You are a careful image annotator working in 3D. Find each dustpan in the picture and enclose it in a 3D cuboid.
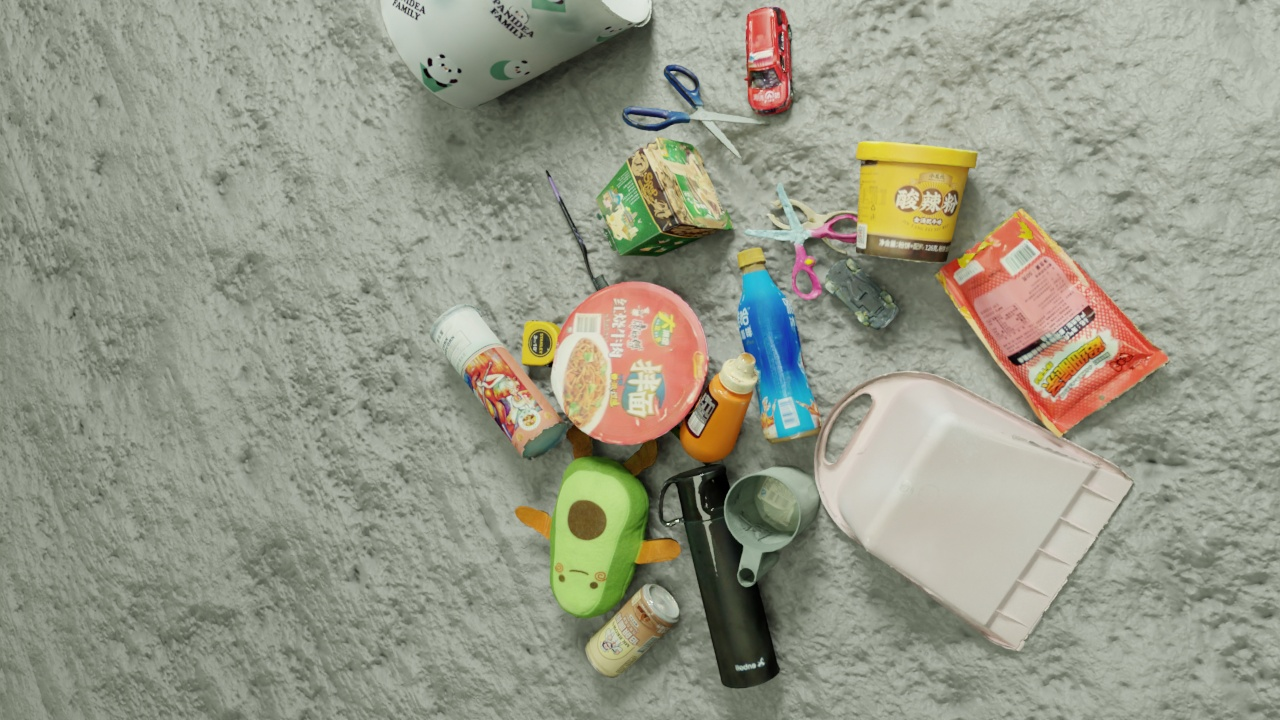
[{"bbox_3d":[0.332,0.136,0.980,0.273,0.138,0.223,29,102,-7],"label":"dustpan"}]

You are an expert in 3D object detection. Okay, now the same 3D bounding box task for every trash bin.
[{"bbox_3d":[-0.154,-0.439,1.083,0.253,0.229,0.229,-22,82,28],"label":"trash bin"}]

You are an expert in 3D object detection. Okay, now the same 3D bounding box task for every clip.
[{"bbox_3d":[0.192,-0.156,1.026,0.100,0.034,0.070,21,98,18],"label":"clip"}]

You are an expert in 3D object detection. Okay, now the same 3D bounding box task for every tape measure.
[{"bbox_3d":[-0.123,-0.021,1.171,0.057,0.028,0.060,3,91,25],"label":"tape measure"}]

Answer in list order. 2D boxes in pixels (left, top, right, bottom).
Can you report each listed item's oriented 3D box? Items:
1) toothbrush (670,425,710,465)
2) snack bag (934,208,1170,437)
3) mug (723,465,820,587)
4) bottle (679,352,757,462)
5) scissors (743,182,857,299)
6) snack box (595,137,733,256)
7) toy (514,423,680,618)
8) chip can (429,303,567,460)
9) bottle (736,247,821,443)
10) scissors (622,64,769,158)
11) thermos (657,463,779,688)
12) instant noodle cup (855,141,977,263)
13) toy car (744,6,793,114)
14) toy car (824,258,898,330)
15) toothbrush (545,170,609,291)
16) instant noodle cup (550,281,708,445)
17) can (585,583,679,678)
[{"bbox_3d":[0.016,0.063,1.117,0.017,0.012,0.186,-45,73,-5],"label":"toothbrush"},{"bbox_3d":[0.403,-0.040,0.919,0.129,0.073,0.208,-41,80,20],"label":"snack bag"},{"bbox_3d":[0.143,0.179,1.013,0.084,0.103,0.124,16,98,23],"label":"mug"},{"bbox_3d":[0.093,0.049,1.028,0.067,0.066,0.150,39,133,19],"label":"bottle"},{"bbox_3d":[0.183,-0.136,1.008,0.134,0.017,0.133,-21,90,18],"label":"scissors"},{"bbox_3d":[0.020,-0.180,1.070,0.106,0.117,0.118,-30,76,34],"label":"snack box"},{"bbox_3d":[-0.053,0.198,1.111,0.227,0.089,0.246,9,91,30],"label":"toy"},{"bbox_3d":[-0.180,0.026,1.164,0.071,0.071,0.214,-48,67,17],"label":"chip can"},{"bbox_3d":[0.147,-0.018,1.030,0.065,0.065,0.218,-16,84,23],"label":"bottle"},{"bbox_3d":[0.061,-0.287,1.058,0.176,0.012,0.162,-4,55,-10],"label":"scissors"},{"bbox_3d":[0.085,0.244,1.044,0.090,0.068,0.242,-15,90,8],"label":"thermos"},{"bbox_3d":[0.276,-0.163,0.946,0.119,0.118,0.114,11,103,24],"label":"instant noodle cup"},{"bbox_3d":[0.143,-0.340,1.040,0.053,0.045,0.120,-4,91,26],"label":"toy car"},{"bbox_3d":[0.242,-0.072,1.003,0.090,0.034,0.043,48,111,26],"label":"toy car"},{"bbox_3d":[-0.080,-0.161,1.159,0.017,0.014,0.189,-27,79,14],"label":"toothbrush"},{"bbox_3d":[-0.006,0.006,1.088,0.194,0.066,0.193,-3,79,18],"label":"instant noodle cup"},{"bbox_3d":[-0.010,0.326,1.108,0.116,0.058,0.058,-47,73,18],"label":"can"}]
